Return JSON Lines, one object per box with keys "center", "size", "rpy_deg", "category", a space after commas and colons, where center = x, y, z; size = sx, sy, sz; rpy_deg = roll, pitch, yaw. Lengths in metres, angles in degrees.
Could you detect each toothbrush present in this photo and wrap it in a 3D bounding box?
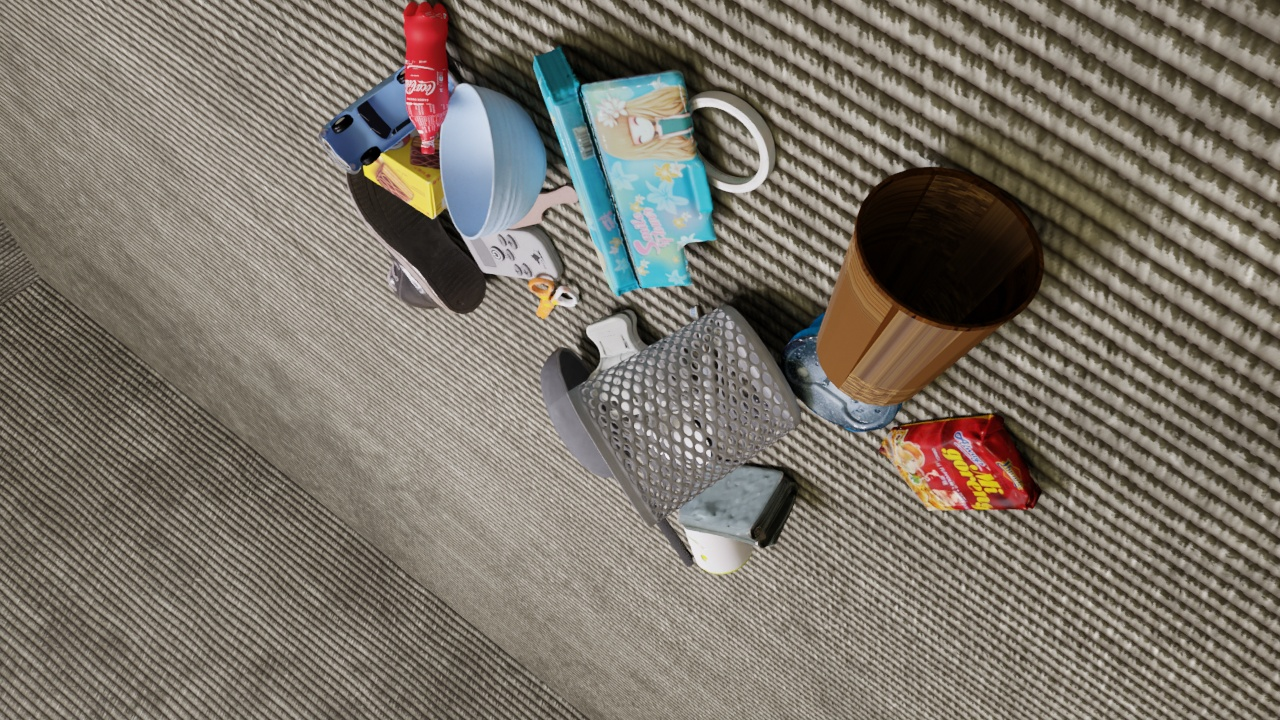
{"center": [0.075, 0.014, 1.027], "size": [0.024, 0.022, 0.186], "rpy_deg": [11, 135, 26], "category": "toothbrush"}

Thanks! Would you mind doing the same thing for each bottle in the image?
{"center": [-0.210, -0.276, 0.902], "size": [0.042, 0.041, 0.142], "rpy_deg": [16, 111, 37], "category": "bottle"}

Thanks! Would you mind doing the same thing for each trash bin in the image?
{"center": [0.046, 0.050, 0.909], "size": [0.156, 0.183, 0.156], "rpy_deg": [58, 178, 3], "category": "trash bin"}

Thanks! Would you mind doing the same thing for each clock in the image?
{"center": [0.190, 0.013, 0.863], "size": [0.117, 0.060, 0.162], "rpy_deg": [36, 152, 7], "category": "clock"}

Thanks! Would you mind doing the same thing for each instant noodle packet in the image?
{"center": [0.302, 0.101, 0.870], "size": [0.098, 0.039, 0.136], "rpy_deg": [56, 149, -12], "category": "instant noodle packet"}

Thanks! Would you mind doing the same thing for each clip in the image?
{"center": [-0.014, 0.020, 1.064], "size": [0.127, 0.104, 0.152], "rpy_deg": [-15, 123, 34], "category": "clip"}

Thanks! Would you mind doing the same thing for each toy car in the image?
{"center": [-0.261, -0.259, 0.953], "size": [0.056, 0.153, 0.054], "rpy_deg": [51, -173, -33], "category": "toy car"}

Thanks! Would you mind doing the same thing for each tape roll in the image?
{"center": [0.071, -0.185, 0.779], "size": [0.093, 0.013, 0.093], "rpy_deg": [29, 148, 20], "category": "tape roll"}

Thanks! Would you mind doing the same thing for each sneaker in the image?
{"center": [-0.303, -0.159, 1.177], "size": [0.120, 0.095, 0.235], "rpy_deg": [1, 135, 54], "category": "sneaker"}

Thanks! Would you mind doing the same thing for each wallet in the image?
{"center": [0.117, 0.175, 1.119], "size": [0.132, 0.100, 0.054], "rpy_deg": [8, 141, 46], "category": "wallet"}

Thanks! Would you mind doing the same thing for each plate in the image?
{"center": [0.036, 0.087, 1.184], "size": [0.134, 0.011, 0.135], "rpy_deg": [29, 148, 20], "category": "plate"}

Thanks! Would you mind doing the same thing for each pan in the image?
{"center": [-0.027, 0.139, 1.178], "size": [0.357, 0.041, 0.178], "rpy_deg": [57, -169, -23], "category": "pan"}

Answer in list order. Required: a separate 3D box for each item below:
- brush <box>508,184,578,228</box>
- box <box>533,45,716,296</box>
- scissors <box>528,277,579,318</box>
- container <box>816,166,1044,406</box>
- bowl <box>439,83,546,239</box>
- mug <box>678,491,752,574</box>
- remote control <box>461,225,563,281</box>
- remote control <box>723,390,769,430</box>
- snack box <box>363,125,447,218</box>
{"center": [-0.113, -0.176, 1.007], "size": [0.136, 0.015, 0.050], "rpy_deg": [-3, 130, 44], "category": "brush"}
{"center": [-0.021, -0.161, 0.843], "size": [0.172, 0.084, 0.227], "rpy_deg": [26, 148, 38], "category": "box"}
{"center": [-0.111, -0.072, 1.136], "size": [0.065, 0.013, 0.129], "rpy_deg": [20, 161, -6], "category": "scissors"}
{"center": [0.206, -0.044, 0.707], "size": [0.132, 0.132, 0.168], "rpy_deg": [34, 156, 11], "category": "container"}
{"center": [-0.142, -0.199, 0.921], "size": [0.151, 0.074, 0.151], "rpy_deg": [23, 117, 56], "category": "bowl"}
{"center": [0.100, 0.220, 1.217], "size": [0.083, 0.082, 0.106], "rpy_deg": [17, 142, 36], "category": "mug"}
{"center": [-0.158, -0.131, 1.109], "size": [0.151, 0.019, 0.074], "rpy_deg": [12, 139, 41], "category": "remote control"}
{"center": [0.125, 0.054, 1.039], "size": [0.030, 0.009, 0.140], "rpy_deg": [44, 150, -6], "category": "remote control"}
{"center": [-0.246, -0.226, 1.020], "size": [0.106, 0.083, 0.061], "rpy_deg": [33, 151, 12], "category": "snack box"}
